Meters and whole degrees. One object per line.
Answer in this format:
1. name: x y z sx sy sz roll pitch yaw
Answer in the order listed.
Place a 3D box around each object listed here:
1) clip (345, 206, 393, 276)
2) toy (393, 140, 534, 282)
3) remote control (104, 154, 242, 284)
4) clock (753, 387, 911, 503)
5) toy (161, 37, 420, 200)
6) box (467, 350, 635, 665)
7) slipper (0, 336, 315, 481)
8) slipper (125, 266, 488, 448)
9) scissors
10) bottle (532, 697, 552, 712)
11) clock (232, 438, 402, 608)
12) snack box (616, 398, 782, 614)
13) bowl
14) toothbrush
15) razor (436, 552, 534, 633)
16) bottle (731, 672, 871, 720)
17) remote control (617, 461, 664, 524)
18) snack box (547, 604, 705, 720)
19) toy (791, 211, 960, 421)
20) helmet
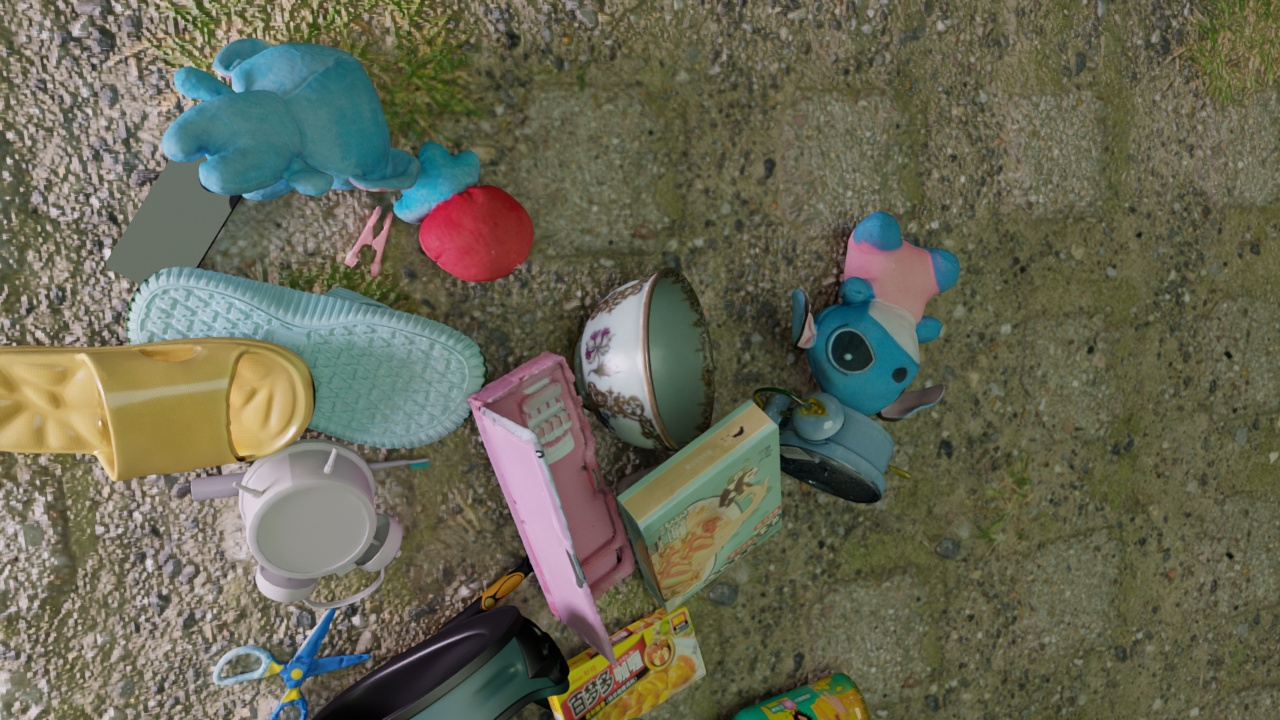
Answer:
1. clip: -0.229 -0.100 0.766 0.045 0.023 0.060 -3 101 -20
2. toy: -0.151 -0.122 0.772 0.092 0.062 0.133 -40 88 -27
3. remote control: -0.358 -0.117 0.722 0.058 0.013 0.133 32 84 -19
4. clock: 0.170 0.077 0.867 0.162 0.118 0.060 37 71 -24
5. toy: -0.269 -0.165 0.690 0.183 0.115 0.180 40 44 -1
6. box: -0.049 0.122 0.757 0.106 0.116 0.233 -32 120 -32
7. slipper: -0.375 0.040 0.665 0.263 0.078 0.100 2 118 -5
8. slipper: -0.262 -0.004 0.737 0.276 0.069 0.116 16 91 -11
9. scissors: -0.299 0.261 0.776 0.123 0.016 0.125 32 85 -21
10. bottle: -0.107 0.291 0.832 0.123 0.033 0.033 41 81 -18
11. clock: -0.262 0.137 0.747 0.119 0.061 0.159 -19 124 -14
12. snack box: 0.058 0.134 0.811 0.141 0.044 0.194 -34 146 -15
13. bowl: -0.005 0.005 0.801 0.094 0.159 0.160 -6 98 23
14. toothbrush: -0.271 0.095 0.766 0.187 0.018 0.019 -6 98 -18
15. razor: -0.125 0.205 0.827 0.144 0.021 0.044 -40 105 -10
16. bottle: 0.120 0.372 0.898 0.209 0.068 0.068 -15 99 -17
17. remote control: 0.036 0.115 0.856 0.133 0.022 0.050 -16 100 -35
18. snack box: -0.013 0.293 0.853 0.152 0.025 0.075 -22 102 -28
19. toy: 0.221 -0.045 0.883 0.224 0.099 0.191 29 79 -33
20. helmet: -0.132 0.333 0.735 0.275 0.176 0.200 -30 97 4
